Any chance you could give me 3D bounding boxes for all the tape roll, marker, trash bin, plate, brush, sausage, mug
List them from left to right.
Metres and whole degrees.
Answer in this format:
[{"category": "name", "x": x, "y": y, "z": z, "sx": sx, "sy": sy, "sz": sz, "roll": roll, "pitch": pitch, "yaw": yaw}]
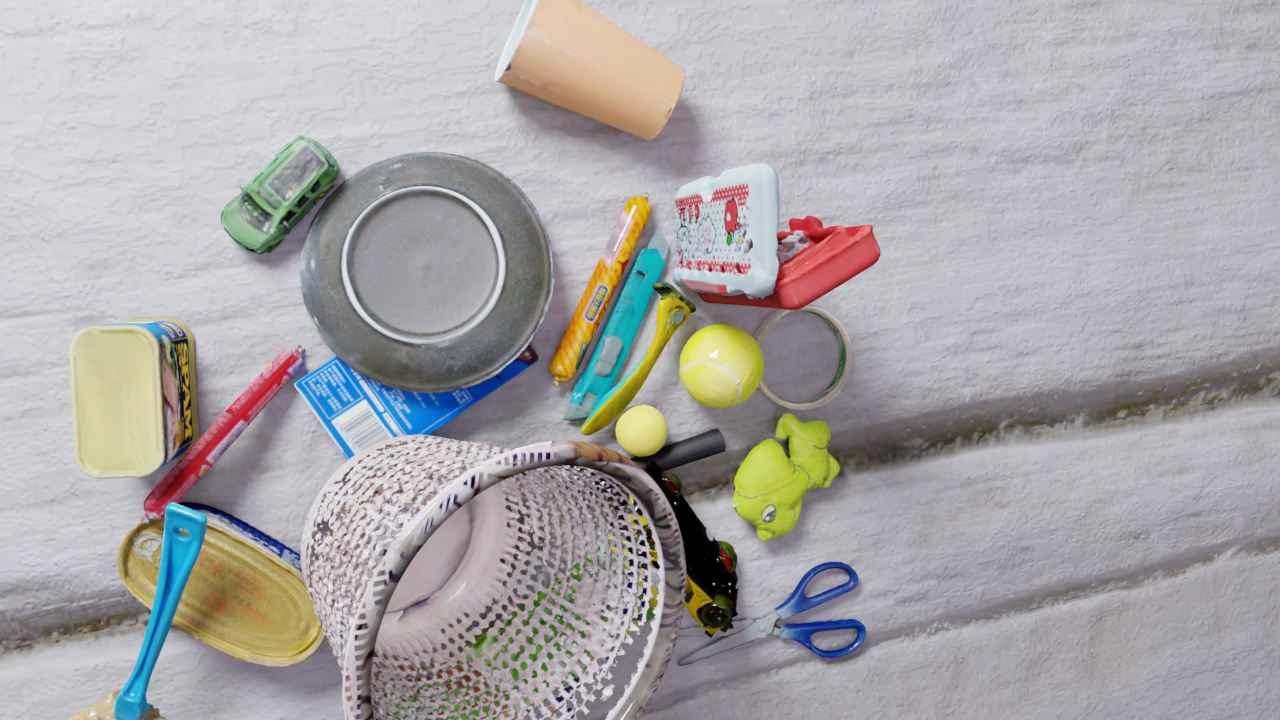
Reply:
[{"category": "brush", "x": -0.330, "y": 0.202, "z": 0.609, "sx": 0.083, "sy": 0.045, "sz": 0.255, "roll": 23, "pitch": 107, "yaw": -4}, {"category": "sausage", "x": -0.285, "y": 0.048, "z": 0.632, "sx": 0.020, "sy": 0.020, "sz": 0.155, "roll": 41, "pitch": 64, "yaw": -13}, {"category": "plate", "x": -0.151, "y": -0.066, "z": 0.651, "sx": 0.179, "sy": 0.024, "sz": 0.179, "roll": 1, "pitch": 82, "yaw": -4}, {"category": "trash bin", "x": -0.115, "y": 0.141, "z": 0.593, "sx": 0.227, "sy": 0.192, "sz": 0.227, "roll": -10, "pitch": 107, "yaw": -38}, {"category": "mug", "x": -0.034, "y": -0.213, "z": 0.666, "sx": 0.122, "sy": 0.078, "sz": 0.078, "roll": 21, "pitch": 89, "yaw": -20}, {"category": "sausage", "x": -0.030, "y": -0.055, "z": 0.704, "sx": 0.021, "sy": 0.021, "sz": 0.165, "roll": 26, "pitch": 89, "yaw": -14}, {"category": "marker", "x": 0.005, "y": 0.083, "z": 0.725, "sx": 0.132, "sy": 0.022, "sz": 0.020, "roll": -18, "pitch": 136, "yaw": -11}, {"category": "tape roll", "x": 0.131, "y": -0.002, "z": 0.751, "sx": 0.085, "sy": 0.014, "sz": 0.086, "roll": -1, "pitch": 95, "yaw": -14}]

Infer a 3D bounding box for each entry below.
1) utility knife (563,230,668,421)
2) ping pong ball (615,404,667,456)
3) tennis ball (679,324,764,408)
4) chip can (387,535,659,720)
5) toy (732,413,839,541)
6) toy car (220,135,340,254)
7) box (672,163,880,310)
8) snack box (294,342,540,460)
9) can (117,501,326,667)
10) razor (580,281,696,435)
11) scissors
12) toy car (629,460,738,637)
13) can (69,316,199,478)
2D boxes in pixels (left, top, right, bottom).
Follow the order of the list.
[{"category": "utility knife", "x": -0.016, "y": -0.025, "z": 0.714, "sx": 0.029, "sy": 0.013, "sz": 0.164, "roll": 24, "pitch": 89, "yaw": -20}, {"category": "ping pong ball", "x": 0.001, "y": 0.054, "z": 0.711, "sx": 0.040, "sy": 0.040, "sz": 0.040, "roll": -1, "pitch": 95, "yaw": -14}, {"category": "tennis ball", "x": 0.062, "y": 0.004, "z": 0.709, "sx": 0.065, "sy": 0.065, "sz": 0.065, "roll": -1, "pitch": 95, "yaw": -14}, {"category": "chip can", "x": -0.085, "y": 0.223, "z": 0.689, "sx": 0.221, "sy": 0.072, "sz": 0.072, "roll": -36, "pitch": 102, "yaw": -8}, {"category": "toy", "x": 0.115, "y": 0.093, "z": 0.748, "sx": 0.100, "sy": 0.031, "sz": 0.097, "roll": -17, "pitch": 99, "yaw": -16}, {"category": "toy car", "x": -0.252, "y": -0.116, "z": 0.639, "sx": 0.043, "sy": 0.036, "sz": 0.091, "roll": 42, "pitch": 88, "yaw": -15}, {"category": "box", "x": 0.070, "y": -0.090, "z": 0.632, "sx": 0.095, "sy": 0.201, "sz": 0.099, "roll": -31, "pitch": 101, "yaw": -8}, {"category": "snack box", "x": -0.162, "y": 0.007, "z": 0.675, "sx": 0.157, "sy": 0.026, "sz": 0.084, "roll": -34, "pitch": 100, "yaw": -9}, {"category": "can", "x": -0.287, "y": 0.156, "z": 0.646, "sx": 0.148, "sy": 0.049, "sz": 0.074, "roll": 35, "pitch": 86, "yaw": -14}, {"category": "razor", "x": -0.004, "y": 0.004, "z": 0.706, "sx": 0.132, "sy": 0.028, "sz": 0.043, "roll": -56, "pitch": 136, "yaw": -3}, {"category": "scissors", "x": 0.114, "y": 0.230, "z": 0.770, "sx": 0.170, "sy": 0.012, "sz": 0.141, "roll": -42, "pitch": 102, "yaw": -6}, {"category": "toy car", "x": 0.032, "y": 0.144, "z": 0.707, "sx": 0.041, "sy": 0.071, "sz": 0.156, "roll": -24, "pitch": 115, "yaw": 22}, {"category": "can", "x": -0.333, "y": 0.023, "z": 0.606, "sx": 0.057, "sy": 0.083, "sz": 0.102, "roll": -2, "pitch": 95, "yaw": -13}]
